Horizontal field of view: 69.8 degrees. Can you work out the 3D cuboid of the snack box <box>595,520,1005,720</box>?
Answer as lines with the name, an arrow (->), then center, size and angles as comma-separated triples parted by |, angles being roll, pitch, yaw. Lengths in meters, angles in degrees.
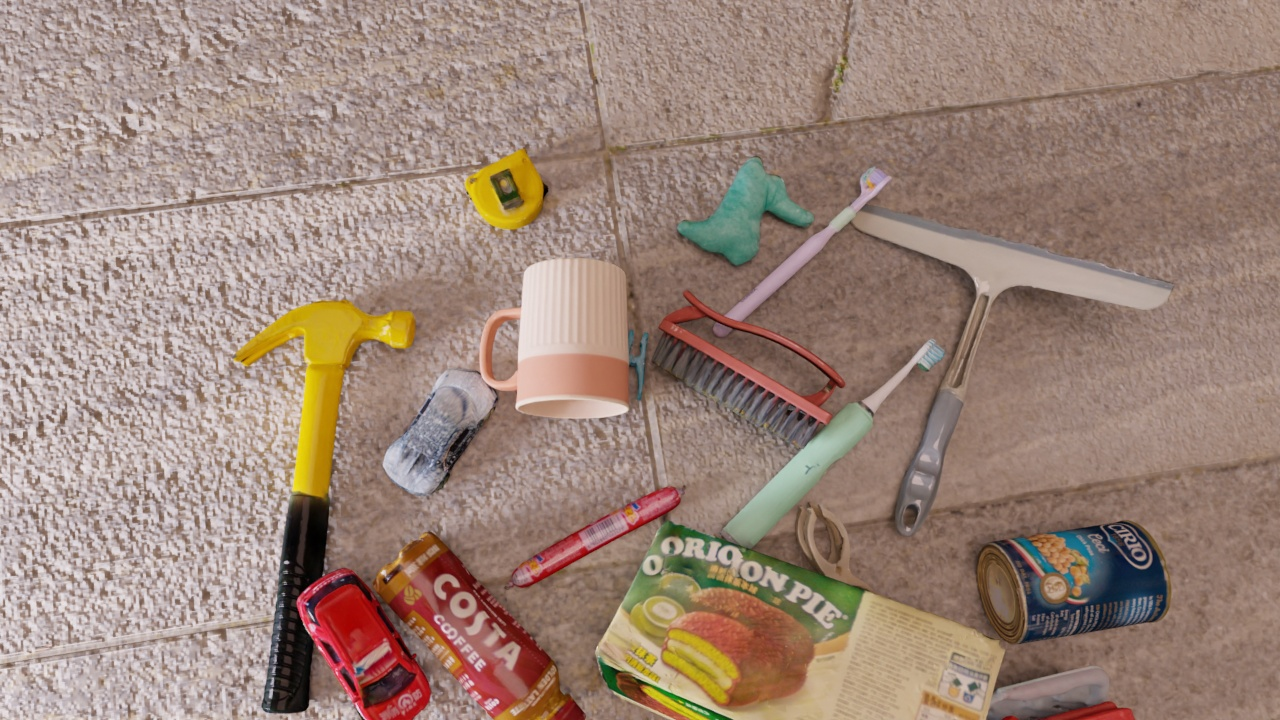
snack box -> 0.101, 0.202, 0.605 | 0.240, 0.063, 0.114 | 15, 53, 21

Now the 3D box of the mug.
mug -> -0.065, -0.014, 0.691 | 0.115, 0.081, 0.105 | -3, 76, 13

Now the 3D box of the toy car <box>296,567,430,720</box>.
toy car -> -0.191, 0.204, 0.640 | 0.052, 0.045, 0.120 | -34, 101, -26

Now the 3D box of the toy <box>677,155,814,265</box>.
toy -> 0.090, -0.119, 0.743 | 0.096, 0.030, 0.091 | 28, 81, -3

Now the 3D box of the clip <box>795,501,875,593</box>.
clip -> 0.141, 0.156, 0.692 | 0.064, 0.034, 0.098 | -18, 89, -8

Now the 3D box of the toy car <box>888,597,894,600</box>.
toy car -> 0.177, 0.217, 0.663 | 0.035, 0.042, 0.090 | 0, 98, -7

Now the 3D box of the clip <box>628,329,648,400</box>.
clip -> -0.005, 0.003, 0.722 | 0.041, 0.014, 0.056 | 12, 80, -1

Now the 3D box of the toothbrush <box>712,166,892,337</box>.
toothbrush -> 0.128, -0.085, 0.736 | 0.189, 0.029, 0.021 | -44, 122, -4

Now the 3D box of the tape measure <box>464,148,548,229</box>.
tape measure -> -0.106, -0.135, 0.735 | 0.060, 0.029, 0.057 | -29, 82, -8

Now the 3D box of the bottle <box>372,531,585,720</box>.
bottle -> -0.112, 0.203, 0.653 | 0.057, 0.057, 0.175 | -44, 84, -10

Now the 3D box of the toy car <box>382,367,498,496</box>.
toy car -> -0.151, 0.052, 0.695 | 0.049, 0.031, 0.105 | 32, 77, 2

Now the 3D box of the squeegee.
squeegee -> 0.246, 0.022, 0.719 | 0.247, 0.039, 0.246 | 19, 83, 18

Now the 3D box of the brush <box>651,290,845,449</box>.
brush -> 0.080, 0.005, 0.701 | 0.146, 0.063, 0.069 | 30, 91, 5

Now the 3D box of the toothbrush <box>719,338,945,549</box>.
toothbrush -> 0.147, 0.063, 0.699 | 0.224, 0.026, 0.027 | -44, 80, -4

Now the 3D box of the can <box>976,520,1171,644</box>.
can -> 0.315, 0.163, 0.676 | 0.111, 0.075, 0.075 | -8, 79, -4

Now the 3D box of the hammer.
hammer -> -0.245, 0.101, 0.679 | 0.129, 0.033, 0.300 | 3, 78, -2

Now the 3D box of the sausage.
sausage -> -0.034, 0.132, 0.691 | 0.155, 0.020, 0.020 | -27, 81, -8

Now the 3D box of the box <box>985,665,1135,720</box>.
box -> 0.239, 0.272, 0.652 | 0.201, 0.091, 0.068 | -13, 52, -6
